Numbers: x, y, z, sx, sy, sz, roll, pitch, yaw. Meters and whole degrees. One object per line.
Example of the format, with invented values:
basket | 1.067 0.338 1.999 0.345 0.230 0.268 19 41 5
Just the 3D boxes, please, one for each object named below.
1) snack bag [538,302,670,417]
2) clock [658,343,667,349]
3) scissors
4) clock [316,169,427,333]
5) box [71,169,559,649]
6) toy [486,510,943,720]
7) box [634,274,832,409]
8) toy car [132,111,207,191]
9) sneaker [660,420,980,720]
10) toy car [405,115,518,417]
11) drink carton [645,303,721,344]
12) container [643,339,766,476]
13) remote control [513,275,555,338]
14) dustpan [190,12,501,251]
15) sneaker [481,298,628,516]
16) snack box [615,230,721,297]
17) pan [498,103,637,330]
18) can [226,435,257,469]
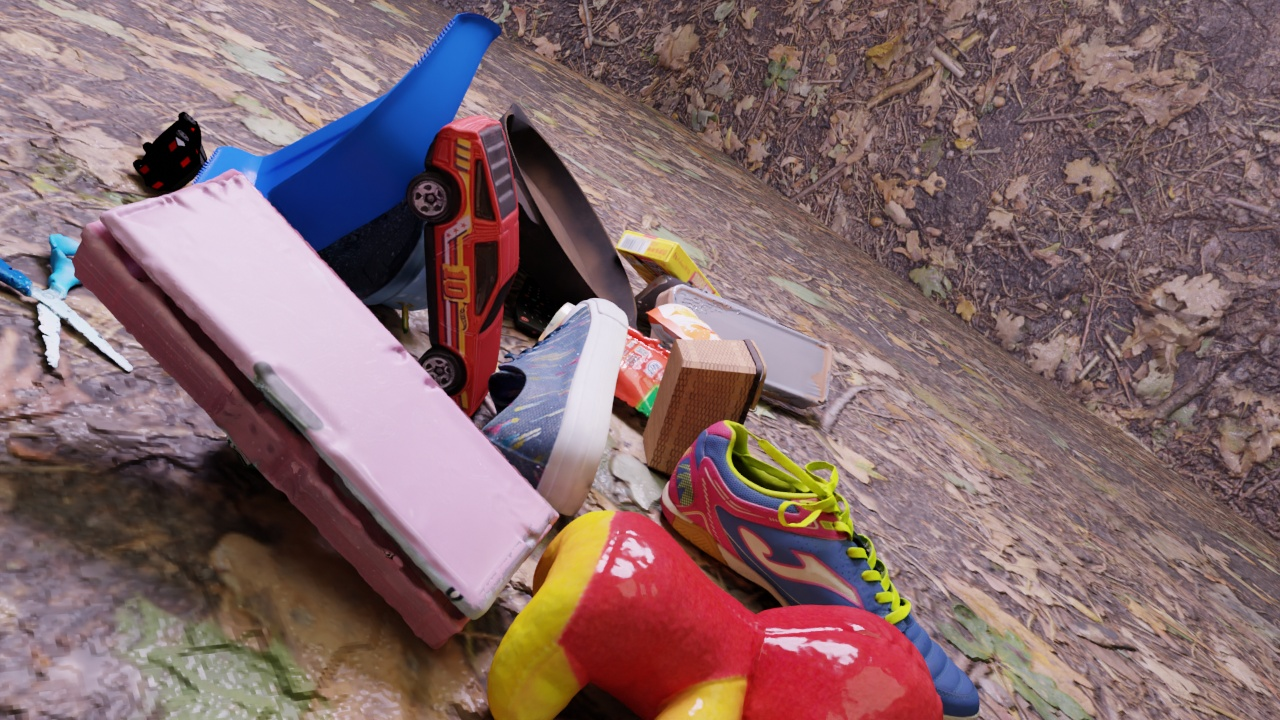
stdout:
snack bag | -0.004 0.004 0.759 0.155 0.044 0.087 27 40 12
clock | 0.036 0.019 0.833 0.087 0.042 0.123 20 16 -29
scissors | -0.315 -0.033 0.467 0.103 0.015 0.133 17 27 -44
clock | -0.186 -0.103 0.678 0.060 0.118 0.162 25 23 -53
box | -0.137 0.015 0.418 0.233 0.046 0.097 49 39 -3
toy | 0.045 0.149 0.422 0.216 0.099 0.147 25 26 -1
box | 0.099 -0.010 0.967 0.216 0.095 0.107 20 43 -27
toy car | -0.344 -0.153 0.682 0.036 0.042 0.091 49 5 -34
sneaker | 0.122 0.130 0.584 0.242 0.091 0.116 38 17 18
toy car | -0.109 -0.057 0.581 0.056 0.189 0.081 7 20 5
drink carton | 0.053 -0.017 0.821 0.069 0.039 0.122 22 9 -26
container | 0.045 0.038 0.689 0.061 0.114 0.063 13 22 -10
remote control | -0.096 -0.049 0.838 0.039 0.010 0.124 26 19 -15
dustpan | -0.217 -0.098 0.575 0.059 0.246 0.257 45 39 -43
sneaker | -0.061 0.012 0.625 0.079 0.088 0.235 21 24 -8
snack box | 0.040 -0.084 0.997 0.075 0.025 0.152 21 -15 39
pan | -0.095 -0.125 0.810 0.248 0.043 0.355 62 12 6
can | -0.154 0.033 0.469 0.101 0.053 0.053 13 25 -41
